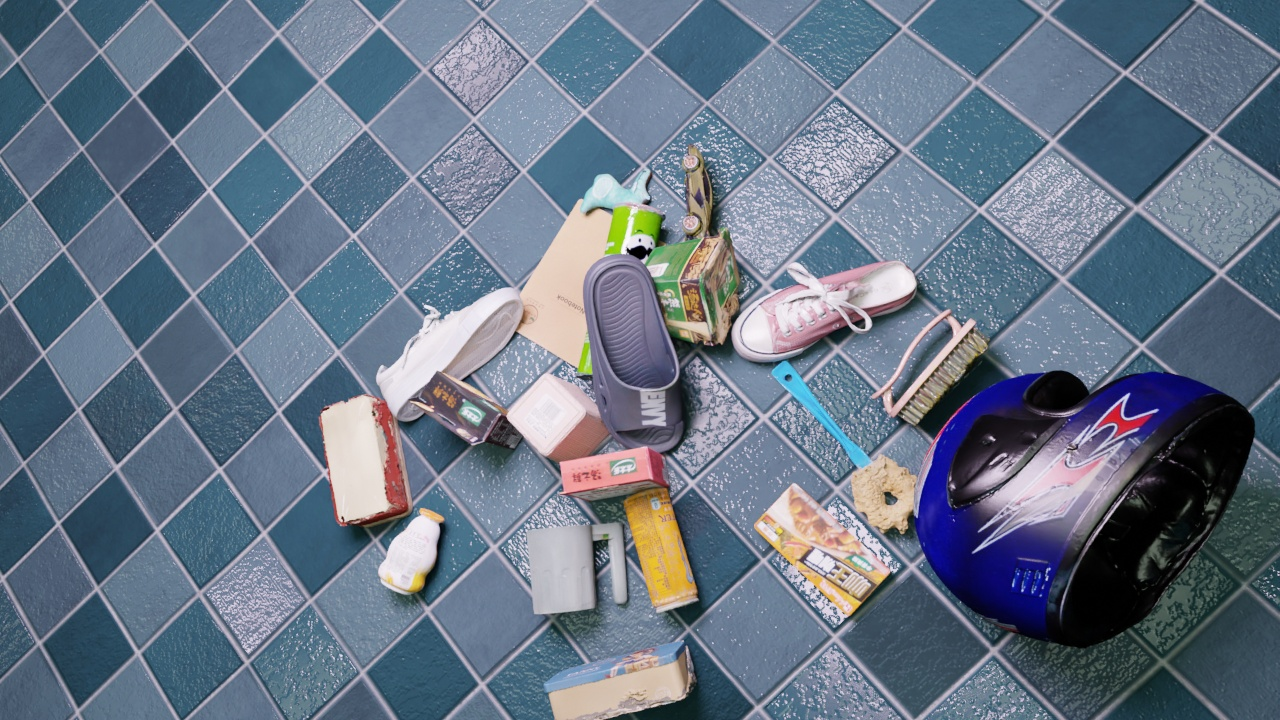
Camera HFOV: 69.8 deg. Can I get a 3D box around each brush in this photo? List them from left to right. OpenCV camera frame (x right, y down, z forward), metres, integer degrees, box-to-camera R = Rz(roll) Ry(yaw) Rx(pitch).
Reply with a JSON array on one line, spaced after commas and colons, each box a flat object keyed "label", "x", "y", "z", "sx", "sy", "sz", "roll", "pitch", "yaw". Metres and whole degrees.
[{"label": "brush", "x": 0.249, "y": 0.101, "z": 1.124, "sx": 0.083, "sy": 0.046, "sz": 0.254, "roll": -41, "pitch": 68, "yaw": 7}, {"label": "brush", "x": 0.347, "y": 0.010, "z": 1.103, "sx": 0.073, "sy": 0.063, "sz": 0.145, "roll": 42, "pitch": 92, "yaw": 14}]

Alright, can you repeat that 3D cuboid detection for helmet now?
[{"label": "helmet", "x": 0.432, "y": 0.127, "z": 0.961, "sx": 0.315, "sy": 0.247, "sz": 0.240, "roll": -52, "pitch": 38, "yaw": 2}]

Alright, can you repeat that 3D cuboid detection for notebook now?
[{"label": "notebook", "x": -0.078, "y": -0.105, "z": 1.263, "sx": 0.148, "sy": 0.008, "sz": 0.207, "roll": 31, "pitch": 86, "yaw": 18}]

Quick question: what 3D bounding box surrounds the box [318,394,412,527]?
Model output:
[{"label": "box", "x": -0.376, "y": 0.136, "z": 1.247, "sx": 0.091, "sy": 0.080, "sz": 0.168, "roll": -18, "pitch": 75, "yaw": 10}]

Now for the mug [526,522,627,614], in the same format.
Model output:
[{"label": "mug", "x": -0.078, "y": 0.260, "z": 1.153, "sx": 0.124, "sy": 0.084, "sz": 0.103, "roll": -2, "pitch": 77, "yaw": -12}]

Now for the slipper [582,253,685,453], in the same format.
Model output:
[{"label": "slipper", "x": -0.007, "y": 0.006, "z": 1.113, "sx": 0.110, "sy": 0.083, "sz": 0.268, "roll": -15, "pitch": 112, "yaw": -5}]

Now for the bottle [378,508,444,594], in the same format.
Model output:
[{"label": "bottle", "x": -0.298, "y": 0.251, "z": 1.211, "sx": 0.063, "sy": 0.063, "sz": 0.108, "roll": 24, "pitch": 85, "yaw": 18}]

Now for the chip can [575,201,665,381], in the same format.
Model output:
[{"label": "chip can", "x": -0.027, "y": -0.085, "z": 1.204, "sx": 0.072, "sy": 0.072, "sz": 0.236, "roll": 10, "pitch": 82, "yaw": 16}]

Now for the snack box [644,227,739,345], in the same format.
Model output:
[{"label": "snack box", "x": 0.056, "y": -0.091, "z": 1.161, "sx": 0.106, "sy": 0.118, "sz": 0.118, "roll": 3, "pitch": 40, "yaw": 24}]

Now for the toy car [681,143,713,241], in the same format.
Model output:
[{"label": "toy car", "x": 0.075, "y": -0.211, "z": 1.215, "sx": 0.042, "sy": 0.070, "sz": 0.158, "roll": -3, "pitch": 78, "yaw": 5}]

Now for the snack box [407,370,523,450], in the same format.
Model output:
[{"label": "snack box", "x": -0.222, "y": 0.068, "z": 1.199, "sx": 0.113, "sy": 0.125, "sz": 0.053, "roll": 31, "pitch": 86, "yaw": 18}]

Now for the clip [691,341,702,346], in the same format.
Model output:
[{"label": "clip", "x": 0.088, "y": -0.038, "z": 1.204, "sx": 0.056, "sy": 0.014, "sz": 0.043, "roll": -32, "pitch": 72, "yaw": 6}]

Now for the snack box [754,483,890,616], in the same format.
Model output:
[{"label": "snack box", "x": 0.218, "y": 0.226, "z": 1.106, "sx": 0.154, "sy": 0.026, "sz": 0.075, "roll": 43, "pitch": 91, "yaw": 18}]

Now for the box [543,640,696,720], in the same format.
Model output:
[{"label": "box", "x": -0.029, "y": 0.389, "z": 1.100, "sx": 0.184, "sy": 0.089, "sz": 0.059, "roll": -15, "pitch": 81, "yaw": 9}]

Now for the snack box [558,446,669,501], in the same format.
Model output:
[{"label": "snack box", "x": -0.033, "y": 0.140, "z": 1.135, "sx": 0.113, "sy": 0.127, "sz": 0.044, "roll": -11, "pitch": 75, "yaw": 11}]

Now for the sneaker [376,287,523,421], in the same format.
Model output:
[{"label": "sneaker", "x": -0.265, "y": -0.027, "z": 1.257, "sx": 0.242, "sy": 0.089, "sz": 0.090, "roll": -41, "pitch": 67, "yaw": 9}]

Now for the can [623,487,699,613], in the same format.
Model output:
[{"label": "can", "x": 0.025, "y": 0.234, "z": 1.136, "sx": 0.058, "sy": 0.058, "sz": 0.146, "roll": -20, "pitch": 74, "yaw": 9}]

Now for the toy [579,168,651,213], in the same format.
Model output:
[{"label": "toy", "x": -0.026, "y": -0.230, "z": 1.268, "sx": 0.092, "sy": 0.030, "sz": 0.096, "roll": 24, "pitch": 77, "yaw": 13}]

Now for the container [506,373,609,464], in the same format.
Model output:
[{"label": "container", "x": -0.105, "y": 0.077, "z": 1.175, "sx": 0.090, "sy": 0.111, "sz": 0.090, "roll": 43, "pitch": 91, "yaw": 19}]

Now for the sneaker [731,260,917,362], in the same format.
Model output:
[{"label": "sneaker", "x": 0.225, "y": -0.069, "z": 1.137, "sx": 0.241, "sy": 0.088, "sz": 0.118, "roll": -19, "pitch": 74, "yaw": 8}]
